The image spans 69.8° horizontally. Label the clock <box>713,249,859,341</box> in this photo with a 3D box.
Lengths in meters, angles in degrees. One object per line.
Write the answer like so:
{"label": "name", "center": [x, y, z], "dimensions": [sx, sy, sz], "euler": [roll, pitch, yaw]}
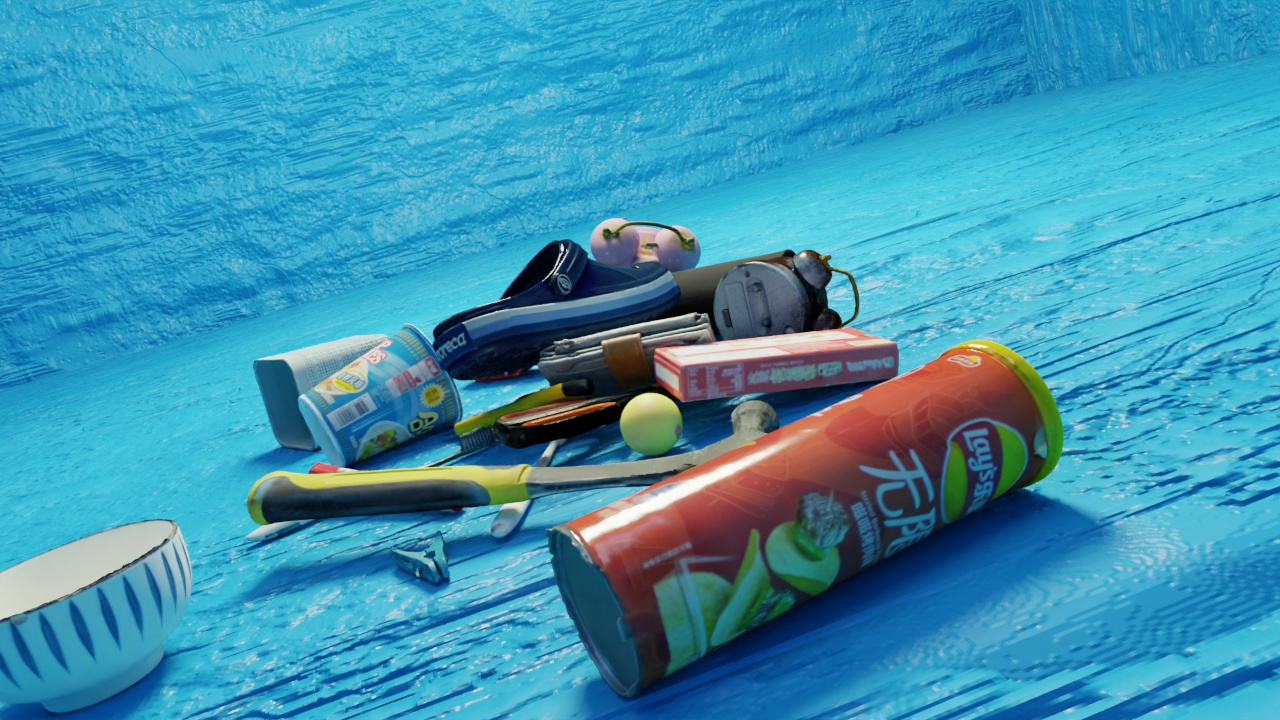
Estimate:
{"label": "clock", "center": [0.116, -0.044, 0.735], "dimensions": [0.122, 0.082, 0.055], "euler": [-8, 9, 38]}

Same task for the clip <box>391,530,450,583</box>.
{"label": "clip", "center": [-0.118, 0.110, 0.509], "dimensions": [0.034, 0.013, 0.055], "euler": [-23, 16, -27]}

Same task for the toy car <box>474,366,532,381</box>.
{"label": "toy car", "center": [-0.129, -0.007, 0.933], "dimensions": [0.121, 0.045, 0.052], "euler": [-13, 15, 33]}

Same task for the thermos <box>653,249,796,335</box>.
{"label": "thermos", "center": [0.043, -0.053, 0.894], "dimensions": [0.243, 0.068, 0.089], "euler": [-7, -6, 33]}

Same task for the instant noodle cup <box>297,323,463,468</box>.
{"label": "instant noodle cup", "center": [-0.223, 0.036, 0.777], "dimensions": [0.109, 0.099, 0.099], "euler": [-31, 19, -28]}

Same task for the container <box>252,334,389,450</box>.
{"label": "container", "center": [-0.301, 0.025, 0.902], "dimensions": [0.090, 0.090, 0.111], "euler": [0, 18, 46]}

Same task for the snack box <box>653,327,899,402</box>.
{"label": "snack box", "center": [0.092, 0.001, 0.632], "dimensions": [0.152, 0.025, 0.075], "euler": [-6, 10, -12]}

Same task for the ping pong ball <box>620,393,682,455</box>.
{"label": "ping pong ball", "center": [0.007, 0.041, 0.590], "dimensions": [0.040, 0.040, 0.040], "euler": [-14, 13, 3]}

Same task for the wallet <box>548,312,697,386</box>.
{"label": "wallet", "center": [-0.013, -0.008, 0.819], "dimensions": [0.116, 0.020, 0.101], "euler": [-21, 8, 38]}

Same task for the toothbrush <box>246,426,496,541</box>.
{"label": "toothbrush", "center": [-0.192, 0.088, 0.671], "dimensions": [0.191, 0.018, 0.016], "euler": [-22, 15, -27]}

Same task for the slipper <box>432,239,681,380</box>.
{"label": "slipper", "center": [-0.073, -0.048, 0.760], "dimensions": [0.105, 0.095, 0.252], "euler": [-24, -3, 41]}

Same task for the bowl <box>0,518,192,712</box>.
{"label": "bowl", "center": [-0.289, 0.137, 0.475], "dimensions": [0.116, 0.066, 0.116], "euler": [-15, 12, 3]}

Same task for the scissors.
{"label": "scissors", "center": [0.013, 0.030, 0.643], "dimensions": [0.235, 0.022, 0.139], "euler": [-10, 6, -5]}

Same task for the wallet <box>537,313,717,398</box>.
{"label": "wallet", "center": [-0.004, 0.004, 0.705], "dimensions": [0.130, 0.037, 0.106], "euler": [-13, -19, 7]}

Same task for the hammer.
{"label": "hammer", "center": [-0.084, 0.072, 0.534], "dimensions": [0.324, 0.032, 0.126], "euler": [-6, 16, 15]}

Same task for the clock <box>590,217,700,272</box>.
{"label": "clock", "center": [0.003, -0.098, 0.948], "dimensions": [0.117, 0.059, 0.159], "euler": [7, -22, -1]}

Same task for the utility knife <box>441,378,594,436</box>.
{"label": "utility knife", "center": [-0.100, 0.038, 0.716], "dimensions": [0.177, 0.015, 0.033], "euler": [-20, -15, 39]}

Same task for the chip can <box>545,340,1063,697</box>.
{"label": "chip can", "center": [0.072, 0.059, 0.383], "dimensions": [0.216, 0.073, 0.073], "euler": [-21, 15, -21]}

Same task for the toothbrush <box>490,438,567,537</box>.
{"label": "toothbrush", "center": [-0.070, 0.072, 0.603], "dimensions": [0.016, 0.016, 0.179], "euler": [-12, 14, 10]}

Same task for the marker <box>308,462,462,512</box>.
{"label": "marker", "center": [-0.175, 0.086, 0.626], "dimensions": [0.145, 0.017, 0.017], "euler": [4, 22, 34]}
